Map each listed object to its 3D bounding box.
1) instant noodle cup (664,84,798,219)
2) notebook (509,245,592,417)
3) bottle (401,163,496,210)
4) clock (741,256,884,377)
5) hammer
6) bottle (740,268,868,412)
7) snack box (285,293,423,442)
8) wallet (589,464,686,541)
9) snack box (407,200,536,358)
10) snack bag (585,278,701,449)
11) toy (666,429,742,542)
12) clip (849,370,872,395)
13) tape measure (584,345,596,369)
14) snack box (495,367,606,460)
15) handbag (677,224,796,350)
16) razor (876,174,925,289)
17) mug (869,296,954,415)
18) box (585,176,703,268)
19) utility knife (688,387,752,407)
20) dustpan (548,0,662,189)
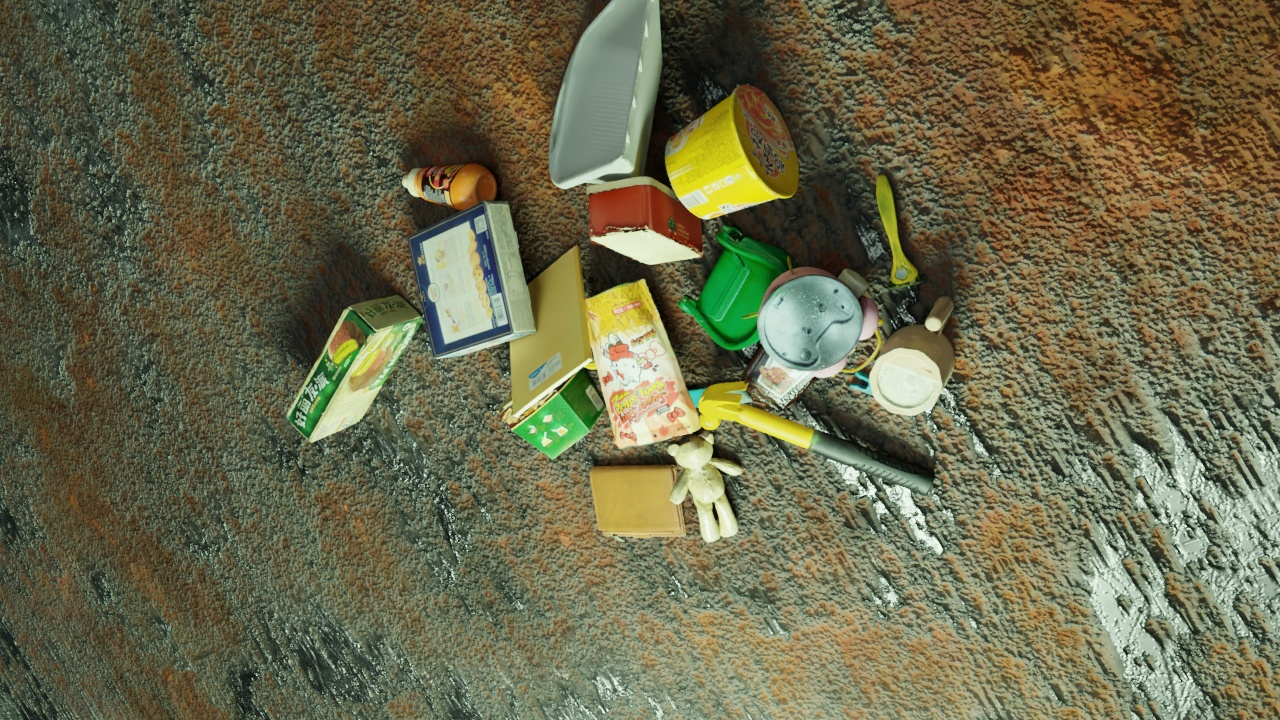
[{"bbox_3d":[0.103,-0.233,1.067,0.110,0.137,0.138,-19,96,37],"label":"instant noodle cup"},{"bbox_3d":[-0.124,-0.042,1.211,0.146,0.010,0.206,-36,43,28],"label":"notebook"},{"bbox_3d":[-0.272,-0.244,1.276,0.150,0.066,0.067,12,109,29],"label":"bottle"},{"bbox_3d":[0.207,-0.042,1.057,0.158,0.059,0.117,32,111,-11],"label":"clock"},{"bbox_3d":[0.214,0.099,1.137,0.301,0.129,0.032,21,68,9],"label":"hammer"},{"bbox_3d":[0.204,-0.027,1.124,0.080,0.044,0.195,37,116,2],"label":"bottle"},{"bbox_3d":[-0.434,0.012,1.390,0.063,0.114,0.241,43,118,9],"label":"snack box"},{"bbox_3d":[-0.005,0.206,1.292,0.131,0.035,0.119,-5,102,27],"label":"wallet"},{"bbox_3d":[-0.234,-0.106,1.257,0.183,0.045,0.178,-13,89,41],"label":"snack box"},{"bbox_3d":[-0.007,0.007,1.199,0.129,0.073,0.208,-18,89,30],"label":"snack bag"},{"bbox_3d":[0.088,0.170,1.230,0.105,0.066,0.157,-20,101,-5],"label":"toy"},{"bbox_3d":[0.285,0.032,1.121,0.057,0.014,0.047,25,112,16],"label":"clip"},{"bbox_3d":[-0.063,-0.018,1.258,0.057,0.028,0.060,-21,93,28],"label":"tape measure"},{"bbox_3d":[-0.114,0.062,1.268,0.118,0.118,0.105,-38,100,29],"label":"snack box"},{"bbox_3d":[0.120,-0.086,1.131,0.120,0.067,0.131,33,115,13],"label":"handbag"},{"bbox_3d":[0.293,-0.149,1.059,0.043,0.028,0.132,-11,98,30],"label":"razor"},{"bbox_3d":[0.318,-0.007,1.043,0.084,0.103,0.125,27,115,15],"label":"mug"},{"bbox_3d":[0.007,-0.156,1.100,0.091,0.168,0.080,-5,83,26],"label":"box"},{"bbox_3d":[0.075,0.053,1.224,0.151,0.013,0.029,-9,104,27],"label":"utility knife"},{"bbox_3d":[-0.057,-0.308,1.064,0.143,0.257,0.222,9,86,6],"label":"dustpan"}]
